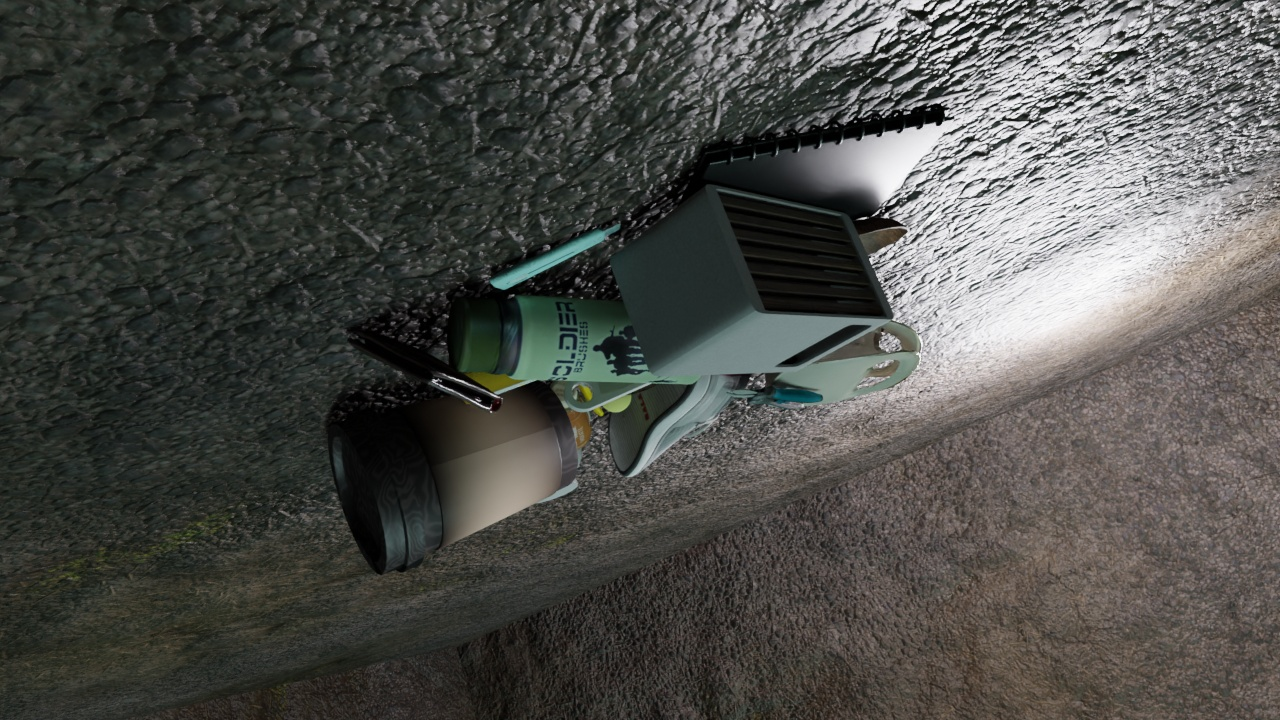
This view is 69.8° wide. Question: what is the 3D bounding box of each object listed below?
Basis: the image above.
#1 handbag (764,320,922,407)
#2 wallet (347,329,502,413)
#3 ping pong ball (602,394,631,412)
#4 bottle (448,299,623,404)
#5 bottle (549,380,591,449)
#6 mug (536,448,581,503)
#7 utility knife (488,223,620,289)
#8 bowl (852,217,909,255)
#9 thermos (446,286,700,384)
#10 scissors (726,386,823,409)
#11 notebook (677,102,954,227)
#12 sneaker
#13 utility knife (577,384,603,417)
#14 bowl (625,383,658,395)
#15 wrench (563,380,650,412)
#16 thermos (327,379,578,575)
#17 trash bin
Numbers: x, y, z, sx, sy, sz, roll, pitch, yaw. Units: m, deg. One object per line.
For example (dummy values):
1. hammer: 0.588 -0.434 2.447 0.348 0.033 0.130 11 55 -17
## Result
1. handbag: 0.264 -0.008 1.207 0.199 0.092 0.201 0 159 -6
2. wallet: -0.190 0.011 0.816 0.031 0.099 0.120 -64 157 -5
3. ping pong ball: -0.032 0.045 1.157 0.040 0.040 0.040 -18 162 -6
4. bottle: -0.093 -0.012 0.905 0.186 0.053 0.053 -20 162 -1
5. bottle: -0.091 0.063 1.116 0.059 0.059 0.167 -18 161 -8
6. mug: -0.122 0.130 1.224 0.105 0.089 0.073 -30 160 27
7. utility knife: -0.071 -0.090 0.774 0.120 0.015 0.022 -25 160 5
8. bowl: 0.219 -0.127 0.946 0.114 0.026 0.102 -11 169 -32
9. thermos: -0.057 -0.022 0.831 0.231 0.082 0.083 2 154 -22
10. scissors: 0.175 0.046 1.170 0.148 0.019 0.132 -7 162 7
11. notebook: 0.141 -0.154 0.806 0.231 0.019 0.169 -14 162 -18
12. sneaker: 0.047 0.070 1.216 0.128 0.096 0.264 -2 148 -33
13. utility knife: -0.067 0.036 1.109 0.018 0.030 0.207 -44 164 -5
14. bowl: -0.006 0.006 1.046 0.121 0.056 0.121 -18 162 -6
15. wrench: 0.041 -0.021 0.929 0.272 0.086 0.018 -22 163 -20
16. thermos: -0.196 0.112 0.989 0.225 0.172 0.173 -17 163 -31
17. trash bin: 0.105 -0.064 0.818 0.115 0.114 0.228 -32 160 38
